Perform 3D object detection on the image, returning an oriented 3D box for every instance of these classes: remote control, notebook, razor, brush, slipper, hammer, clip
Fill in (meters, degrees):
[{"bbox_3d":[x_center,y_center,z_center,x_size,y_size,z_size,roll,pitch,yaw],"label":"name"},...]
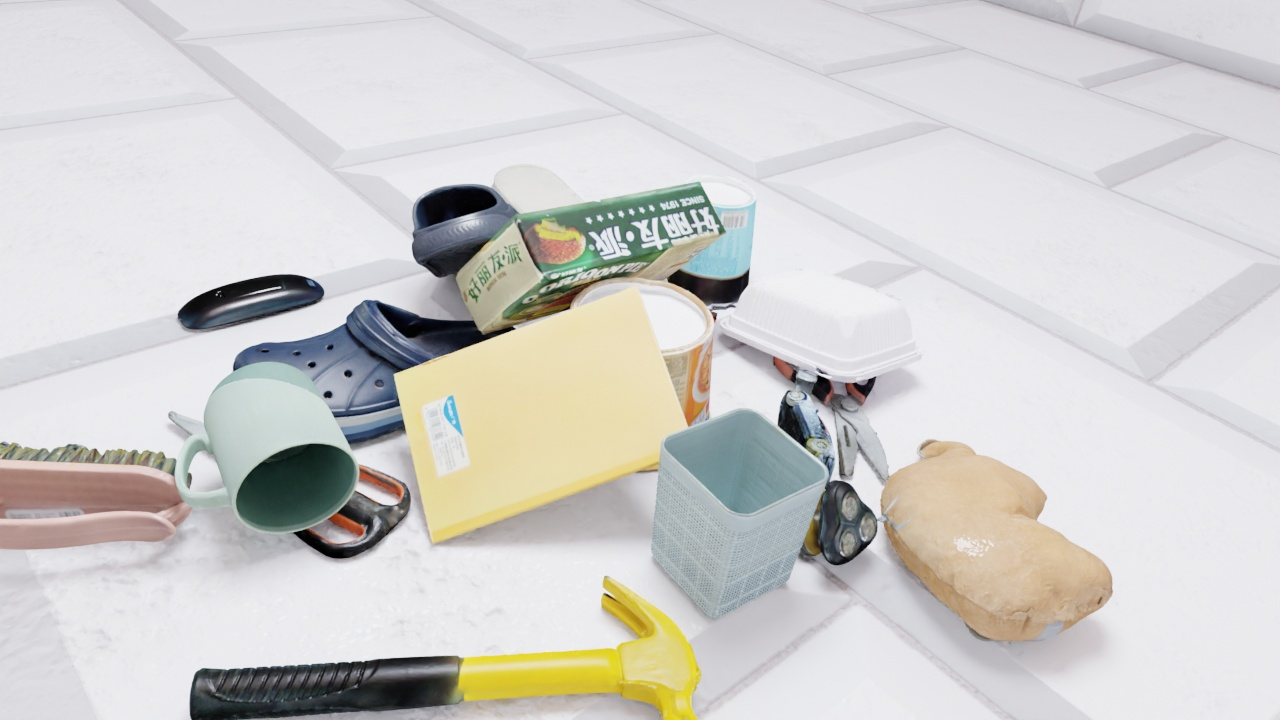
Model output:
[{"bbox_3d":[-0.376,-0.062,0.891,0.136,0.024,0.053,-20,44,-34],"label":"remote control"},{"bbox_3d":[-0.077,0.037,0.696,0.206,0.010,0.145,-20,66,1],"label":"notebook"},{"bbox_3d":[0.106,0.099,0.722,0.062,0.068,0.167,-24,39,-39],"label":"razor"},{"bbox_3d":[-0.383,0.097,0.627,0.145,0.063,0.073,4,31,-9],"label":"brush"},{"bbox_3d":[-0.165,-0.135,0.884,0.110,0.083,0.268,-17,5,-2],"label":"slipper"},{"bbox_3d":[-0.112,0.195,0.563,0.300,0.033,0.128,0,35,-11],"label":"hammer"},{"bbox_3d":[0.157,0.016,0.865,0.024,0.028,0.056,13,31,9],"label":"clip"},{"bbox_3d":[-0.073,-0.128,1.016,0.114,0.055,0.274,-26,56,-33],"label":"slipper"},{"bbox_3d":[-0.211,-0.001,0.777,0.252,0.095,0.105,-9,35,-29],"label":"slipper"}]

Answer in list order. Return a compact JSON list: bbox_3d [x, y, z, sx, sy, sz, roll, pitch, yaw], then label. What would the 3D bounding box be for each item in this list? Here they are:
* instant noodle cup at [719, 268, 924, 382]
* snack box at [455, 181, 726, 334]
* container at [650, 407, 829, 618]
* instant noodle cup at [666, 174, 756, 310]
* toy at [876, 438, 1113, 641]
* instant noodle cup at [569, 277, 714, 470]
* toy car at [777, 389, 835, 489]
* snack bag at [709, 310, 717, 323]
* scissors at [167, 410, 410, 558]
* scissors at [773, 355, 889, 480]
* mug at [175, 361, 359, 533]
[{"bbox_3d":[0.180,-0.043,0.908,0.137,0.060,0.173,-15,27,-38],"label":"instant noodle cup"},{"bbox_3d":[-0.040,-0.097,0.841,0.239,0.115,0.063,-20,81,-43],"label":"snack box"},{"bbox_3d":[0.064,0.111,0.649,0.090,0.112,0.090,-18,41,-32],"label":"container"},{"bbox_3d":[0.076,-0.134,0.997,0.111,0.121,0.111,5,34,-4],"label":"instant noodle cup"},{"bbox_3d":[0.252,0.119,0.710,0.143,0.083,0.225,4,31,-15],"label":"toy"},{"bbox_3d":[-0.005,0.005,0.789,0.151,0.112,0.151,5,34,-4],"label":"instant noodle cup"},{"bbox_3d":[0.142,0.068,0.782,0.031,0.049,0.105,4,35,-13],"label":"toy car"},{"bbox_3d":[0.042,-0.022,0.913,0.048,0.026,0.103,7,32,21],"label":"snack bag"},{"bbox_3d":[-0.288,0.088,0.693,0.235,0.022,0.124,11,35,4],"label":"scissors"},{"bbox_3d":[0.184,0.034,0.871,0.214,0.015,0.196,33,42,31],"label":"scissors"},{"bbox_3d":[-0.271,0.062,0.649,0.111,0.082,0.106,-21,46,-25],"label":"mug"}]
